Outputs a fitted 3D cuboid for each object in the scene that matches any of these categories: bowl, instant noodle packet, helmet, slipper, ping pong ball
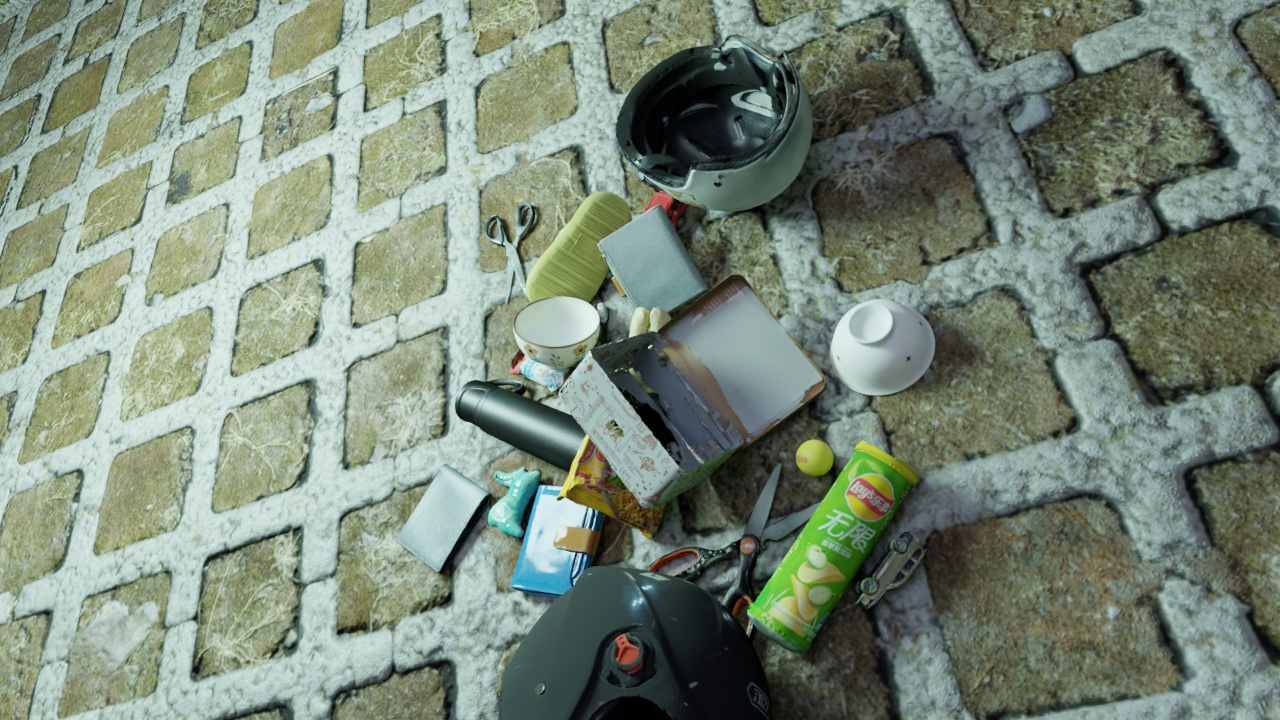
[{"bbox_3d":[-0.109,-0.029,1.211,0.113,0.062,0.113,0,40,0],"label":"bowl"},{"bbox_3d":[0.264,-0.027,1.025,0.118,0.065,0.118,-13,58,20],"label":"bowl"},{"bbox_3d":[-0.024,0.132,1.055,0.044,0.128,0.110,-32,36,64],"label":"instant noodle packet"},{"bbox_3d":[0.007,0.314,0.863,0.275,0.233,0.229,1,49,34],"label":"helmet"},{"bbox_3d":[0.111,-0.288,1.196,0.274,0.157,0.230,26,78,47],"label":"helmet"},{"bbox_3d":[-0.083,-0.147,1.274,0.190,0.091,0.081,-55,13,2],"label":"slipper"},{"bbox_3d":[0.190,0.107,1.002,0.040,0.040,0.040,-13,58,21],"label":"ping pong ball"}]

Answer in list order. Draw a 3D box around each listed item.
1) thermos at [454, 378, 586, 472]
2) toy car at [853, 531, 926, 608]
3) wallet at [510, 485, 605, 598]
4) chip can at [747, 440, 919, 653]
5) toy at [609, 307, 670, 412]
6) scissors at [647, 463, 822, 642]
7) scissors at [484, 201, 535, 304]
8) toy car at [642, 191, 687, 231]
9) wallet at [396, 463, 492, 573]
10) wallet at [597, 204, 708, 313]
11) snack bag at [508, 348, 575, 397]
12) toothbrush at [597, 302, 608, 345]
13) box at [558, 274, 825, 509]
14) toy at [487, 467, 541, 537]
[{"bbox_3d":[-0.128,0.078,1.172,0.243,0.068,0.089,21,53,35],"label":"thermos"},{"bbox_3d":[0.246,0.211,0.913,0.035,0.042,0.090,40,79,15],"label":"toy car"},{"bbox_3d":[-0.095,0.215,1.095,0.107,0.040,0.132,-1,64,32],"label":"wallet"},{"bbox_3d":[0.194,0.191,0.933,0.072,0.072,0.221,30,80,36],"label":"chip can"},{"bbox_3d":[-0.007,0.007,1.146,0.105,0.066,0.157,17,79,16],"label":"toy"},{"bbox_3d":[0.099,0.217,1.000,0.225,0.021,0.220,-6,61,25],"label":"scissors"},{"bbox_3d":[-0.195,-0.164,1.377,0.166,0.014,0.162,24,79,33],"label":"scissors"},{"bbox_3d":[0.017,-0.176,1.251,0.053,0.045,0.120,18,75,35],"label":"toy car"},{"bbox_3d":[-0.257,0.205,1.196,0.097,0.019,0.120,24,78,37],"label":"wallet"},{"bbox_3d":[0.014,-0.122,1.202,0.107,0.037,0.129,-30,84,11],"label":"wallet"},{"bbox_3d":[-0.132,0.016,1.231,0.105,0.026,0.045,23,68,32],"label":"snack bag"},{"bbox_3d":[-0.048,0.002,1.202,0.016,0.018,0.180,-10,60,13],"label":"toothbrush"},{"bbox_3d":[0.060,0.035,1.048,0.271,0.130,0.179,-30,73,-24],"label":"box"},{"bbox_3d":[-0.161,0.173,1.158,0.097,0.030,0.091,14,65,41],"label":"toy"}]
